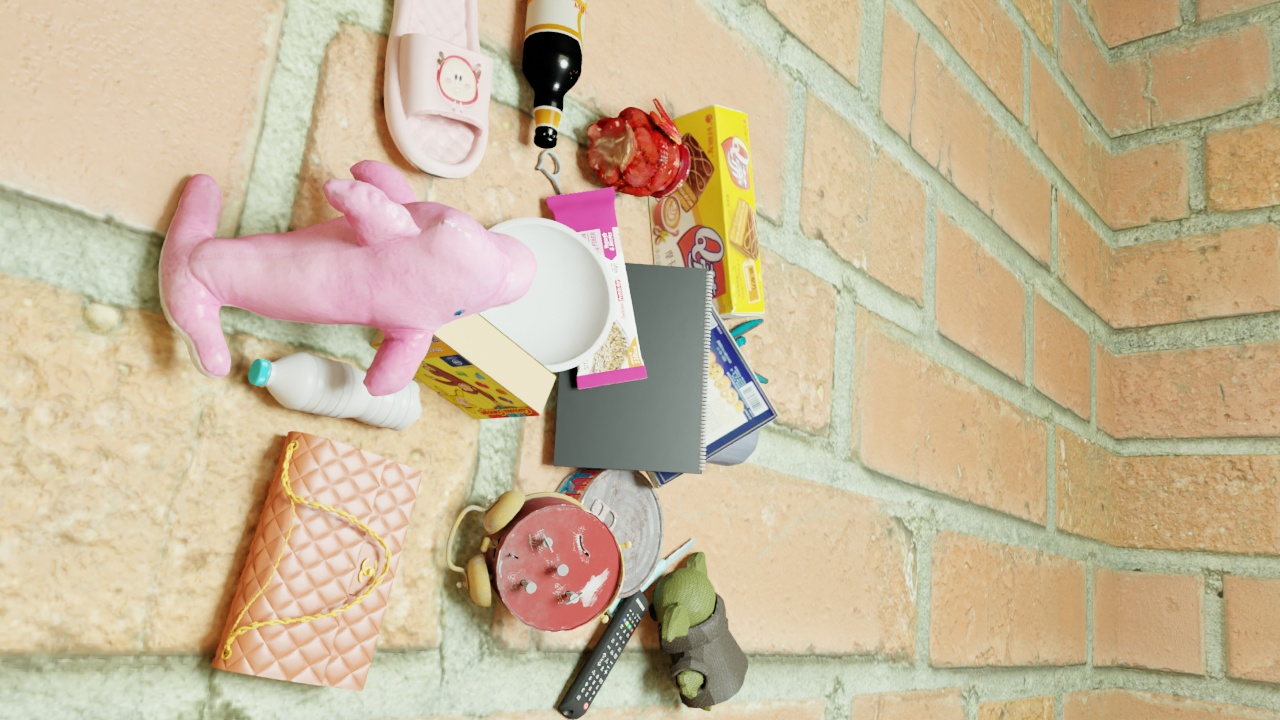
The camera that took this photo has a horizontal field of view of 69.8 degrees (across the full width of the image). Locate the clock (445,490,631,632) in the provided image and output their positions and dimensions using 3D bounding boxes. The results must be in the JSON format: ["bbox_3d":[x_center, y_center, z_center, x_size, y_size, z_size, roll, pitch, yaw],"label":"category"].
[{"bbox_3d":[-0.091,0.175,0.808,0.158,0.081,0.117,20,83,-17],"label":"clock"}]

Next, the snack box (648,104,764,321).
[{"bbox_3d":[0.071,-0.158,1.033,0.061,0.110,0.230,-4,88,-48],"label":"snack box"}]

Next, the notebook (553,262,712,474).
[{"bbox_3d":[-0.005,0.005,0.912,0.149,0.016,0.206,4,81,-5],"label":"notebook"}]

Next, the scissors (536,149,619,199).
[{"bbox_3d":[-0.077,-0.143,0.939,0.174,0.014,0.141,-42,113,-40],"label":"scissors"}]

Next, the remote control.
[{"bbox_3d":[-0.034,0.290,0.920,0.146,0.015,0.033,-55,137,-29],"label":"remote control"}]

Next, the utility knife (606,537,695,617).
[{"bbox_3d":[0.012,0.231,0.997,0.165,0.015,0.022,-27,120,-49],"label":"utility knife"}]

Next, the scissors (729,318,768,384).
[{"bbox_3d":[0.120,-0.007,1.140,0.154,0.019,0.124,-45,116,-39],"label":"scissors"}]

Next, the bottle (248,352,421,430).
[{"bbox_3d":[-0.236,0.023,0.716,0.136,0.044,0.044,19,72,-46],"label":"bottle"}]

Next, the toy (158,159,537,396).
[{"bbox_3d":[-0.201,-0.076,0.649,0.265,0.128,0.186,-4,73,-15],"label":"toy"}]

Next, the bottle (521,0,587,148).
[{"bbox_3d":[-0.087,-0.298,0.909,0.059,0.059,0.181,15,75,-47],"label":"bottle"}]

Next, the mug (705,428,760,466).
[{"bbox_3d":[0.068,0.057,1.040,0.104,0.084,0.123,17,46,-47],"label":"mug"}]

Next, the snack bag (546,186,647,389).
[{"bbox_3d":[-0.044,-0.073,0.904,0.070,0.016,0.196,-9,82,-4],"label":"snack bag"}]

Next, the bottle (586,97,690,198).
[{"bbox_3d":[0.000,-0.225,0.972,0.111,0.099,0.099,10,78,-51],"label":"bottle"}]

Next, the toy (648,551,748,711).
[{"bbox_3d":[0.059,0.299,0.990,0.179,0.078,0.153,-47,118,-69],"label":"toy"}]

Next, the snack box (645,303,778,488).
[{"bbox_3d":[0.043,0.034,0.944,0.145,0.043,0.144,-29,85,-9],"label":"snack box"}]

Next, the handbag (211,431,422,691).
[{"bbox_3d":[-0.239,0.151,0.690,0.108,0.060,0.171,28,66,-39],"label":"handbag"}]

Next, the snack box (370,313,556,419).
[{"bbox_3d":[-0.149,0.000,0.783,0.126,0.088,0.040,42,56,-37],"label":"snack box"}]

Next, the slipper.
[{"bbox_3d":[-0.172,-0.268,0.814,0.106,0.056,0.221,5,81,-50],"label":"slipper"}]

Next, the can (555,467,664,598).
[{"bbox_3d":[-0.034,0.172,0.926,0.129,0.044,0.130,7,80,-48],"label":"can"}]

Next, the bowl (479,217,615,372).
[{"bbox_3d":[-0.100,-0.057,0.860,0.149,0.043,0.149,6,74,-22],"label":"bowl"}]
